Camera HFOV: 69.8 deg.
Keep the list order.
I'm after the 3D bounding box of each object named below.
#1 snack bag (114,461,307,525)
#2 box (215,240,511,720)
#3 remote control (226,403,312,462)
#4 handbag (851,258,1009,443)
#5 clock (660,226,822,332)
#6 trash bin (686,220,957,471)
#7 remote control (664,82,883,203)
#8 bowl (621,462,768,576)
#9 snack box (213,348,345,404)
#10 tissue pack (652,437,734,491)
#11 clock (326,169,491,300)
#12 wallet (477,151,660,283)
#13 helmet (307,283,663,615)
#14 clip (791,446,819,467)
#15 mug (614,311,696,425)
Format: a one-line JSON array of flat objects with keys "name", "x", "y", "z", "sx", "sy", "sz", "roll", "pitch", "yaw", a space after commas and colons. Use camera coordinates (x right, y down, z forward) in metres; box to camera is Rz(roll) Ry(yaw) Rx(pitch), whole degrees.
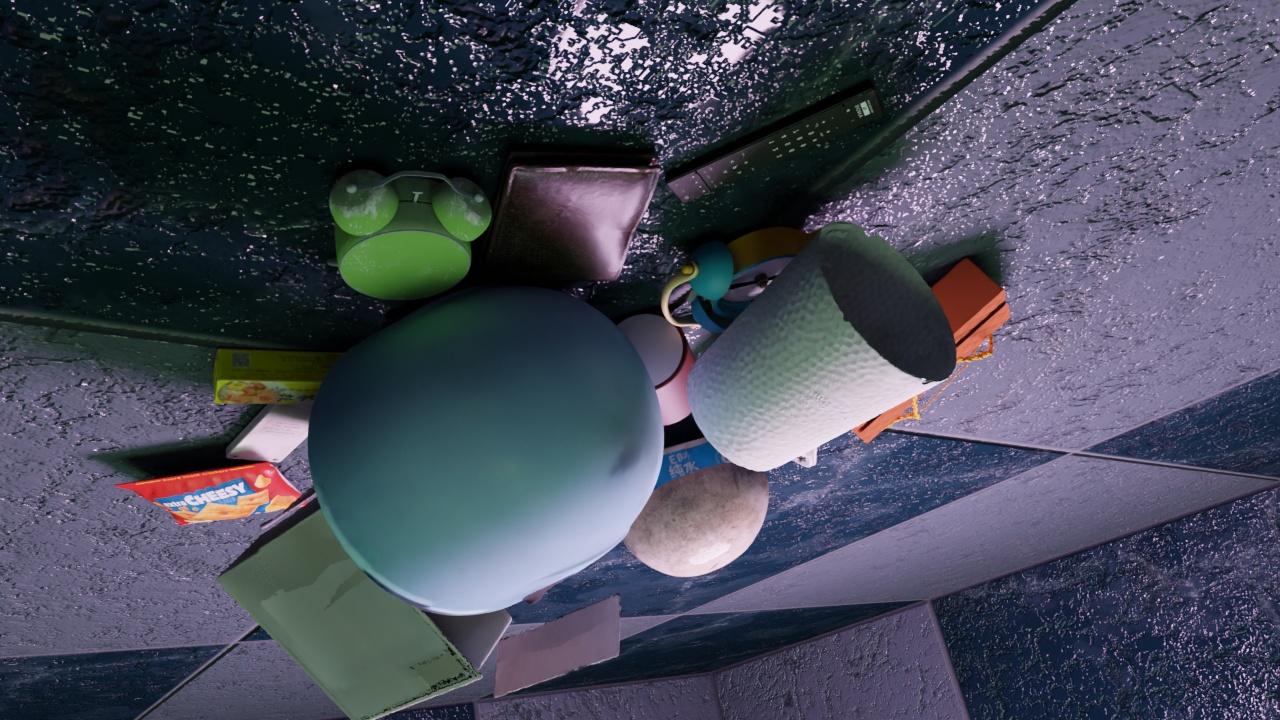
[{"name": "snack bag", "x": -0.402, "y": 0.127, "z": 0.879, "sx": 0.130, "sy": 0.039, "sz": 0.144, "roll": -8, "pitch": 157, "yaw": -8}, {"name": "box", "x": -0.206, "y": 0.079, "z": 0.757, "sx": 0.168, "sy": 0.379, "sz": 0.171, "roll": -30, "pitch": 133, "yaw": 34}, {"name": "remote control", "x": -0.316, "y": 0.058, "z": 0.807, "sx": 0.050, "sy": 0.011, "sz": 0.136, "roll": 12, "pitch": 146, "yaw": -41}, {"name": "handbag", "x": 0.255, "y": 0.004, "z": 0.829, "sx": 0.172, "sy": 0.060, "sz": 0.109, "roll": -43, "pitch": 152, "yaw": 9}, {"name": "clock", "x": 0.077, "y": -0.062, "z": 0.703, "sx": 0.129, "sy": 0.043, "sz": 0.099, "roll": -19, "pitch": 155, "yaw": -2}, {"name": "trash bin", "x": 0.123, "y": 0.000, "z": 0.675, "sx": 0.133, "sy": 0.133, "sz": 0.162, "roll": 9, "pitch": 143, "yaw": -38}, {"name": "remote control", "x": 0.084, "y": -0.136, "z": 0.583, "sx": 0.140, "sy": 0.009, "sz": 0.030, "roll": -21, "pitch": 154, "yaw": 19}, {"name": "bowl", "x": 0.071, "y": 0.191, "z": 1.025, "sx": 0.178, "sy": 0.081, "sz": 0.179, "roll": -18, "pitch": 149, "yaw": -11}, {"name": "snack box", "x": -0.254, "y": 0.014, "z": 0.722, "sx": 0.147, "sy": 0.029, "sz": 0.040, "roll": 2, "pitch": 152, "yaw": -28}, {"name": "tissue pack", "x": 0.049, "y": 0.145, "z": 1.078, "sx": 0.209, "sy": 0.066, "sz": 0.117, "roll": -14, "pitch": 151, "yaw": -12}, {"name": "clock", "x": -0.144, "y": -0.078, "z": 0.564, "sx": 0.094, "sy": 0.042, "sz": 0.120, "roll": -2, "pitch": 153, "yaw": -24}, {"name": "wallet", "x": -0.049, "y": -0.092, "z": 0.598, "sx": 0.099, "sy": 0.031, "sz": 0.120, "roll": -5, "pitch": 152, "yaw": -22}, {"name": "helmet", "x": -0.088, "y": 0.045, "z": 0.629, "sx": 0.167, "sy": 0.225, "sz": 0.264, "roll": -32, "pitch": 176, "yaw": 35}, {"name": "clip", "x": 0.108, "y": 0.033, "z": 0.842, "sx": 0.125, "sy": 0.075, "sz": 0.144, "roll": 22, "pitch": 148, "yaw": 26}, {"name": "mug", "x": -0.005, "y": 0.005, "z": 0.783, "sx": 0.106, "sy": 0.073, "sz": 0.082, "roll": 12, "pitch": 161, "yaw": 18}]
